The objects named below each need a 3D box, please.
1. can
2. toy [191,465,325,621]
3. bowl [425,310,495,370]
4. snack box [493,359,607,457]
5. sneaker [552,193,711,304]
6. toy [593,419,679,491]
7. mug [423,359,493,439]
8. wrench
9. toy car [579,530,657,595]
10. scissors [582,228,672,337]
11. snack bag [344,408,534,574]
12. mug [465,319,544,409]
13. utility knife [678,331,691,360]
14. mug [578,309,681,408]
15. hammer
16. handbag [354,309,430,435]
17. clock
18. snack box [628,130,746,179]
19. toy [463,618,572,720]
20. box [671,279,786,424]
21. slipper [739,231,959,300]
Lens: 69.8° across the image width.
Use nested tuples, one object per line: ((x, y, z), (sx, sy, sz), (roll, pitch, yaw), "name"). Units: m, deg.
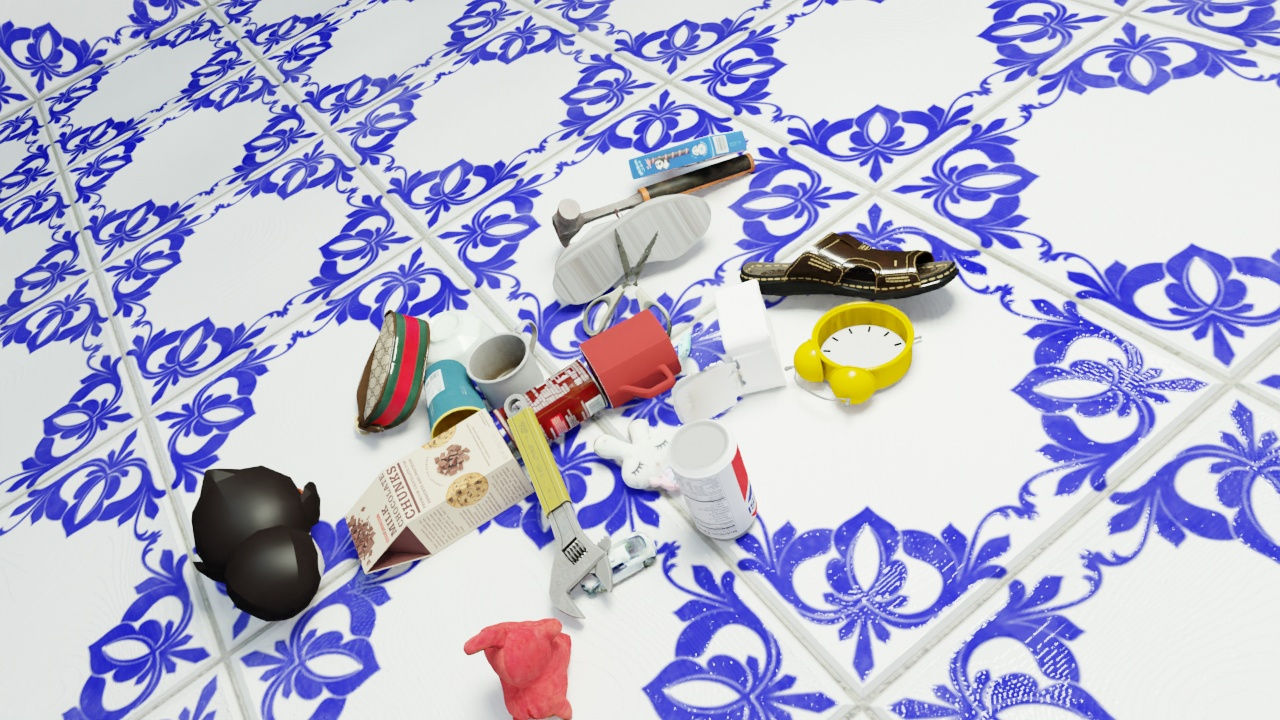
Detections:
((0.075, 0.124, 0.935), (0.070, 0.132, 0.070), (-11, 47, 11), "can")
((-0.431, 0.211, 1.042), (0.159, 0.140, 0.184), (-36, 47, -13), "toy")
((-0.258, -0.027, 1.250), (0.117, 0.061, 0.117), (-11, 46, 11), "bowl")
((-0.108, 0.059, 1.108), (0.121, 0.072, 0.072), (-33, 46, -11), "snack box")
((-0.019, -0.167, 1.261), (0.236, 0.099, 0.089), (-28, 32, 3), "sneaker")
((0.007, 0.108, 1.042), (0.079, 0.038, 0.123), (-38, 50, -24), "toy")
((-0.237, 0.055, 1.161), (0.078, 0.078, 0.121), (-27, 41, -4), "mug")
((-0.099, 0.149, 0.999), (0.084, 0.018, 0.273), (-32, 59, 7), "wrench")
((-0.026, 0.211, 0.968), (0.089, 0.027, 0.038), (-29, 48, -6), "toy car")
((-0.012, -0.086, 1.190), (0.157, 0.012, 0.171), (48, 111, 16), "scissors")
((-0.241, 0.158, 1.069), (0.206, 0.070, 0.094), (-32, 46, -8), "snack bag")
((-0.163, 0.006, 1.176), (0.084, 0.070, 0.113), (19, 58, 33), "mug")
((0.054, -0.014, 1.099), (0.022, 0.015, 0.141), (-57, 4, 11), "utility knife")
((-0.007, 0.006, 1.107), (0.096, 0.080, 0.116), (-29, 42, -6), "mug")
((0.020, -0.235, 1.323), (0.314, 0.138, 0.035), (-21, 81, -15), "hammer")
((-0.335, 0.019, 1.213), (0.139, 0.063, 0.166), (-24, 55, 50), "handbag")
((0.244, -0.008, 1.049), (0.151, 0.052, 0.113), (-38, 47, -20), "clock")
((0.068, -0.298, 1.333), (0.154, 0.033, 0.087), (-6, 12, 42), "snack box")
((-0.111, 0.292, 0.864), (0.088, 0.133, 0.094), (-18, 54, 18), "toy")
((0.095, 0.006, 1.059), (0.132, 0.107, 0.151), (-16, 50, 14), "box")
((0.246, -0.119, 1.108), (0.268, 0.076, 0.112), (4, 22, 30), "slipper")
